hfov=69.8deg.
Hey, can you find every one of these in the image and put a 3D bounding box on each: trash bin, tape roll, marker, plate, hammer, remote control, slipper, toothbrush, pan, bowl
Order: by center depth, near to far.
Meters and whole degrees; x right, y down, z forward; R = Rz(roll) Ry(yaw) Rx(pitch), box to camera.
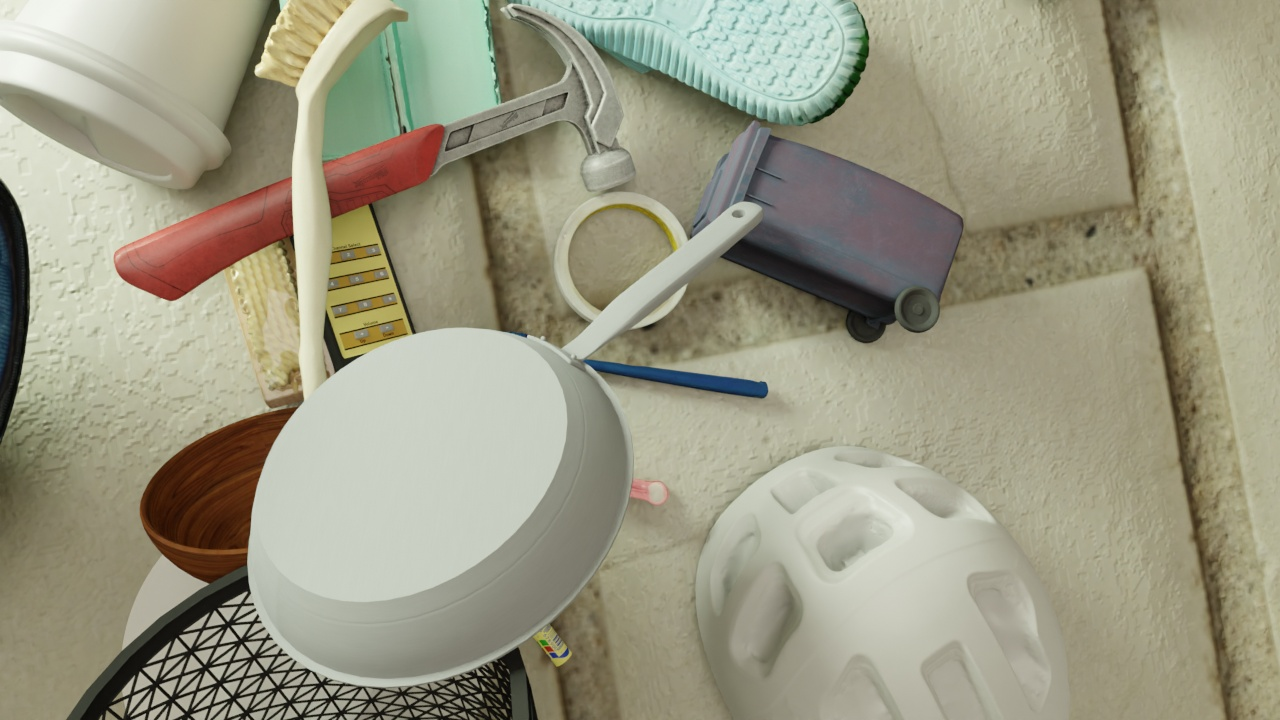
[{"bbox_3d":[-0.135,0.253,0.466,0.216,0.216,0.244,-20,132,-10],"label":"trash bin"},{"bbox_3d":[-0.052,0.007,0.480,0.201,0.051,0.355,29,64,35],"label":"pan"},{"bbox_3d":[-0.207,0.093,0.545,0.147,0.147,0.069,-9,118,-10],"label":"bowl"},{"bbox_3d":[-0.158,-0.118,0.560,0.315,0.036,0.126,-26,112,-17],"label":"hammer"},{"bbox_3d":[-0.212,0.193,0.583,0.229,0.030,0.229,0,88,-9],"label":"plate"},{"bbox_3d":[-0.181,-0.039,0.590,0.058,0.013,0.133,-20,92,-42],"label":"remote control"},{"bbox_3d":[0.020,-0.241,0.596,0.276,0.069,0.116,31,112,9],"label":"slipper"},{"bbox_3d":[-0.091,0.149,0.612,0.014,0.014,0.132,-38,94,-9],"label":"marker"},{"bbox_3d":[0.119,-0.083,0.616,0.161,0.094,0.092,21,85,-5],"label":"trash bin"},{"bbox_3d":[-0.012,-0.068,0.630,0.094,0.019,0.094,0,88,-9],"label":"tape roll"},{"bbox_3d":[-0.004,0.004,0.631,0.190,0.016,0.017,10,80,-9],"label":"toothbrush"}]

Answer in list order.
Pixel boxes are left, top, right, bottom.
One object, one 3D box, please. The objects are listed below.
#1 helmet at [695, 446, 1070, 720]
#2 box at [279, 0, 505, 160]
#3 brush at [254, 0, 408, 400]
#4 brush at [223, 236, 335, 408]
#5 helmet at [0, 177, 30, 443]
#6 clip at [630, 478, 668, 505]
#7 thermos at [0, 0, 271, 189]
[{"bbox_3d":[0.169,0.204,0.613,0.224,0.184,0.282,-24,112,-5],"label":"helmet"},{"bbox_3d":[-0.159,-0.224,0.576,0.137,0.057,0.187,-10,103,-20],"label":"box"},{"bbox_3d":[-0.179,-0.080,0.512,0.077,0.062,0.272,7,97,-3],"label":"brush"},{"bbox_3d":[-0.231,-0.032,0.583,0.049,0.039,0.117,-17,88,-9],"label":"brush"},{"bbox_3d":[-0.477,0.005,0.442,0.236,0.249,0.316,17,85,21],"label":"helmet"},{"bbox_3d":[-0.007,0.087,0.619,0.060,0.044,0.023,16,82,-22],"label":"clip"},{"bbox_3d":[-0.275,-0.227,0.546,0.131,0.132,0.221,22,77,-8],"label":"thermos"}]
